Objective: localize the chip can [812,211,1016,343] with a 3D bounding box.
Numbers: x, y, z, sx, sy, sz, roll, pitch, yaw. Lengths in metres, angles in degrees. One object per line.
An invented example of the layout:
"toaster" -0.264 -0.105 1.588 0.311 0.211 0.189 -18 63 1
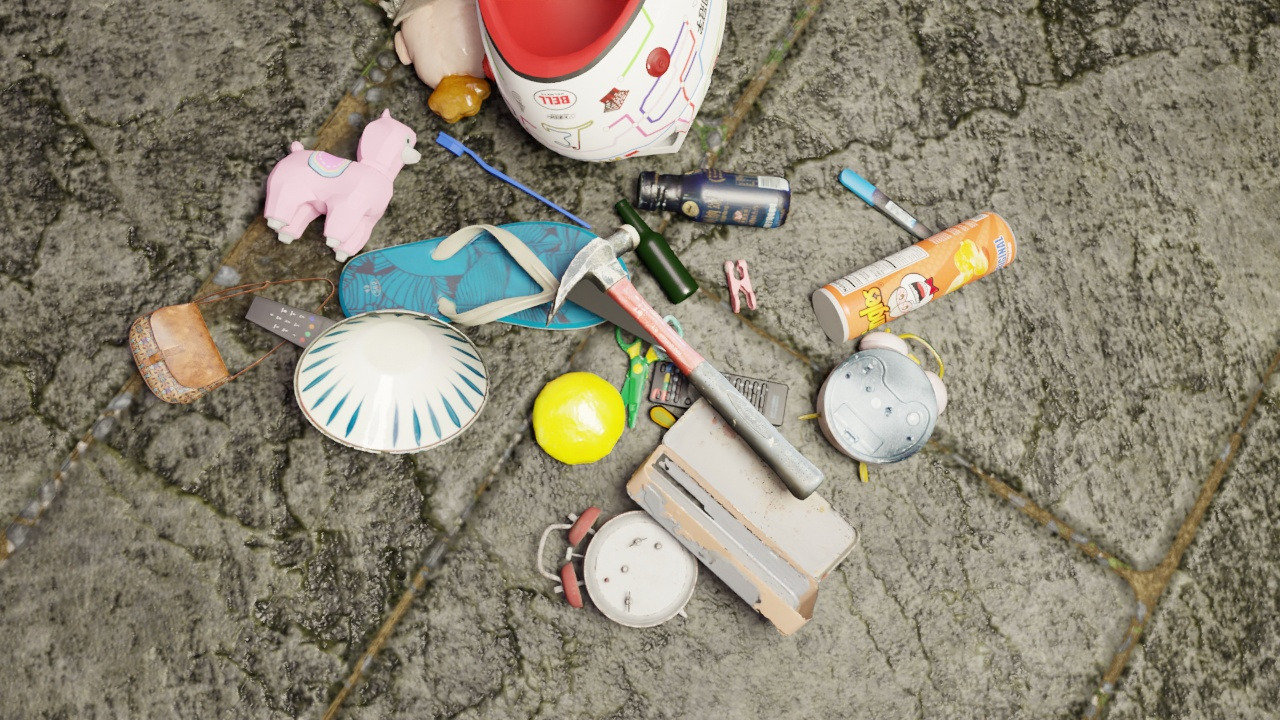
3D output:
"chip can" 0.289 -0.088 0.969 0.210 0.062 0.062 -25 85 -9

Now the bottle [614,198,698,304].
"bottle" 0.014 -0.116 0.959 0.033 0.033 0.123 -35 86 -10

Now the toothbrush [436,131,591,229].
"toothbrush" -0.133 -0.185 0.959 0.187 0.016 0.011 32 87 2

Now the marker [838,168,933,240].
"marker" 0.268 -0.169 1.004 0.123 0.015 0.018 36 76 -2

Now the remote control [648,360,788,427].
"remote control" 0.081 0.035 0.951 0.140 0.021 0.045 11 79 1

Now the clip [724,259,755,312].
"clip" 0.099 -0.078 0.970 0.039 0.023 0.059 -7 77 -4

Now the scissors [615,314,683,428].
"scissors" 0.008 0.011 0.943 0.078 0.013 0.132 4 82 12

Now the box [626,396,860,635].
"box" 0.105 0.145 0.892 0.217 0.120 0.095 42 121 1

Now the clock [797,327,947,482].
"clock" 0.251 0.036 0.948 0.117 0.059 0.157 44 80 1

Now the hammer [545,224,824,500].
"hammer" 0.048 0.013 0.893 0.326 0.036 0.140 46 57 6

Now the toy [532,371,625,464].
"toy" -0.062 0.057 0.921 0.095 0.041 0.094 -35 88 -8

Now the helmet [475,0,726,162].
"helmet" -0.032 -0.350 0.885 0.231 0.235 0.314 5 96 21

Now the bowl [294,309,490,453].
"bowl" -0.236 0.004 0.881 0.177 0.178 0.070 -8 42 -7

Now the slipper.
"slipper" -0.156 -0.086 0.924 0.294 0.060 0.118 -5 78 -7

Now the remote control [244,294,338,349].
"remote control" -0.325 -0.028 0.909 0.124 0.010 0.039 24 77 -14

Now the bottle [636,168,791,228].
"bottle" 0.076 -0.172 0.962 0.160 0.056 0.056 4 81 -5

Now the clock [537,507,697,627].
"clock" -0.021 0.198 0.894 0.157 0.062 0.109 12 81 -4

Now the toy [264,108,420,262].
"toy" -0.298 -0.183 0.921 0.123 0.067 0.157 20 76 -2

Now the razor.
"razor" 0.070 0.089 0.940 0.144 0.021 0.044 34 96 -1

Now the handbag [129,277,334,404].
"handbag" -0.395 -0.033 0.904 0.195 0.043 0.093 -26 87 -13

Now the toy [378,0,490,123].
"toy" -0.193 -0.328 0.947 0.133 0.076 0.176 -10 81 21
